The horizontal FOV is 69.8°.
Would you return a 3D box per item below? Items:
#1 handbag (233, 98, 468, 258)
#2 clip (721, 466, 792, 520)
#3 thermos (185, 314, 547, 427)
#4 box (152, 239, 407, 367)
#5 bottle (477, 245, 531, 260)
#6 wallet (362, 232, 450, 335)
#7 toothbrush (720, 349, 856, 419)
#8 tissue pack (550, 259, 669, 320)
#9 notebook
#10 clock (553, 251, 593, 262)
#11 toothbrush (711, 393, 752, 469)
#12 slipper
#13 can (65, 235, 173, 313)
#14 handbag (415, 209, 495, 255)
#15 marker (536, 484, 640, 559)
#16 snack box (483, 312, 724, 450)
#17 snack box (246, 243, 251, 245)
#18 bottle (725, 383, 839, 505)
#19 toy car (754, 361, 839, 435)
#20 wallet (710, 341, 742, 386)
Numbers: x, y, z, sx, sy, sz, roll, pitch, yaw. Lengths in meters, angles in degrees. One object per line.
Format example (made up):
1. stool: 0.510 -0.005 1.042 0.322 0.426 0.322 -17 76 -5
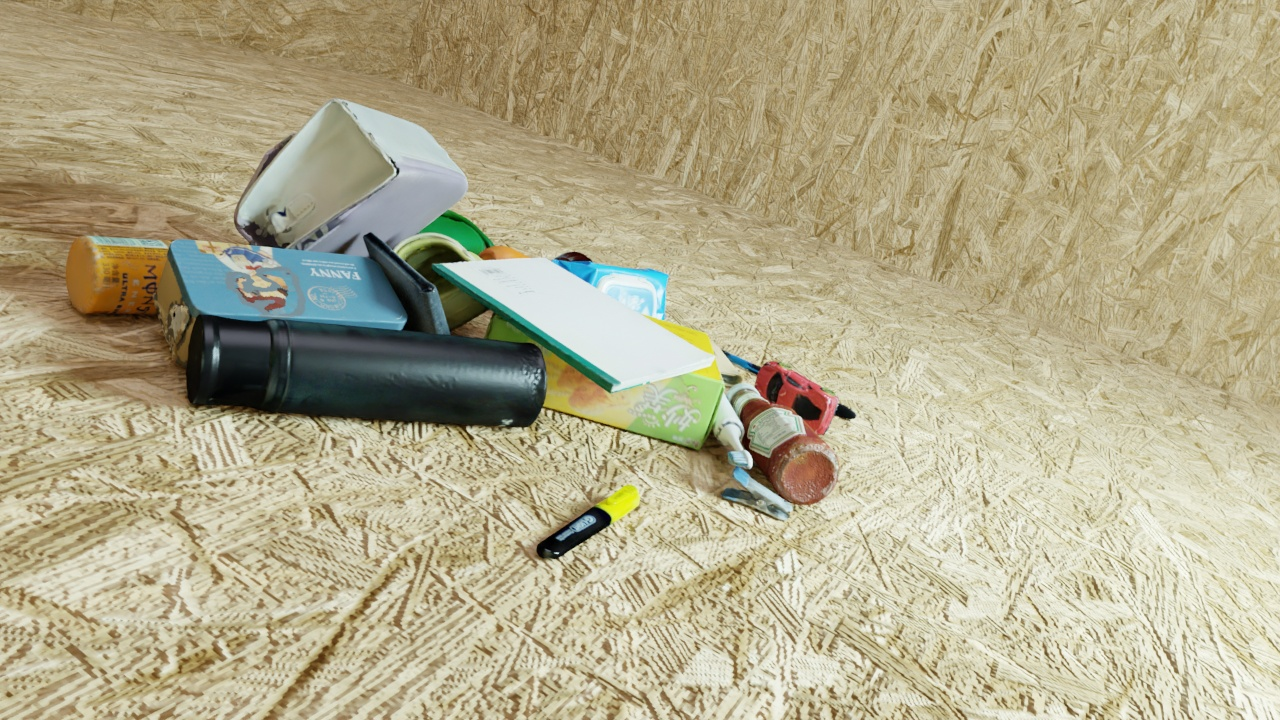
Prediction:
1. handbag: -0.255 -0.150 0.819 0.098 0.145 0.197 47 9 0
2. clip: 0.094 0.109 0.728 0.058 0.045 0.027 25 16 5
3. thermos: -0.195 0.007 0.669 0.242 0.068 0.090 7 0 -33
4. box: -0.271 -0.040 0.712 0.183 0.060 0.089 -3 46 -45
5. bottle: -0.123 -0.088 1.064 0.149 0.067 0.067 12 16 -46
6. wallet: -0.194 -0.047 0.779 0.019 0.097 0.121 -30 46 -26
7. toothbrush: 0.169 0.026 1.079 0.190 0.014 0.016 27 17 29
8. tissue pack: -0.032 -0.057 0.982 0.157 0.095 0.052 4 2 -39
9. notebook: -0.056 -0.039 0.786 0.209 0.012 0.150 33 25 27
10. clock: -0.080 -0.076 1.025 0.055 0.082 0.121 38 22 33
11. toothbrush: 0.075 0.057 0.822 0.026 0.027 0.221 4 12 -4
12. slipper: -0.191 -0.085 0.869 0.091 0.082 0.190 -30 26 -12
13. can: -0.367 -0.066 0.728 0.058 0.058 0.145 30 20 33
14. handbag: -0.243 -0.129 1.066 0.120 0.068 0.131 37 23 29
15. marker: -0.032 0.106 0.607 0.018 0.015 0.123 21 18 21
16. snack box: -0.037 -0.002 0.852 0.210 0.070 0.157 17 17 -7
17. snack box: -0.303 -0.066 0.844 0.086 0.034 0.140 5 23 -40
18. bottle: 0.117 0.065 0.826 0.059 0.060 0.206 14 12 -13
19. toy car: 0.160 0.038 0.969 0.031 0.049 0.106 5 23 -43
20. wallet: 0.062 -0.007 1.056 0.087 0.024 0.115 12 19 -15
